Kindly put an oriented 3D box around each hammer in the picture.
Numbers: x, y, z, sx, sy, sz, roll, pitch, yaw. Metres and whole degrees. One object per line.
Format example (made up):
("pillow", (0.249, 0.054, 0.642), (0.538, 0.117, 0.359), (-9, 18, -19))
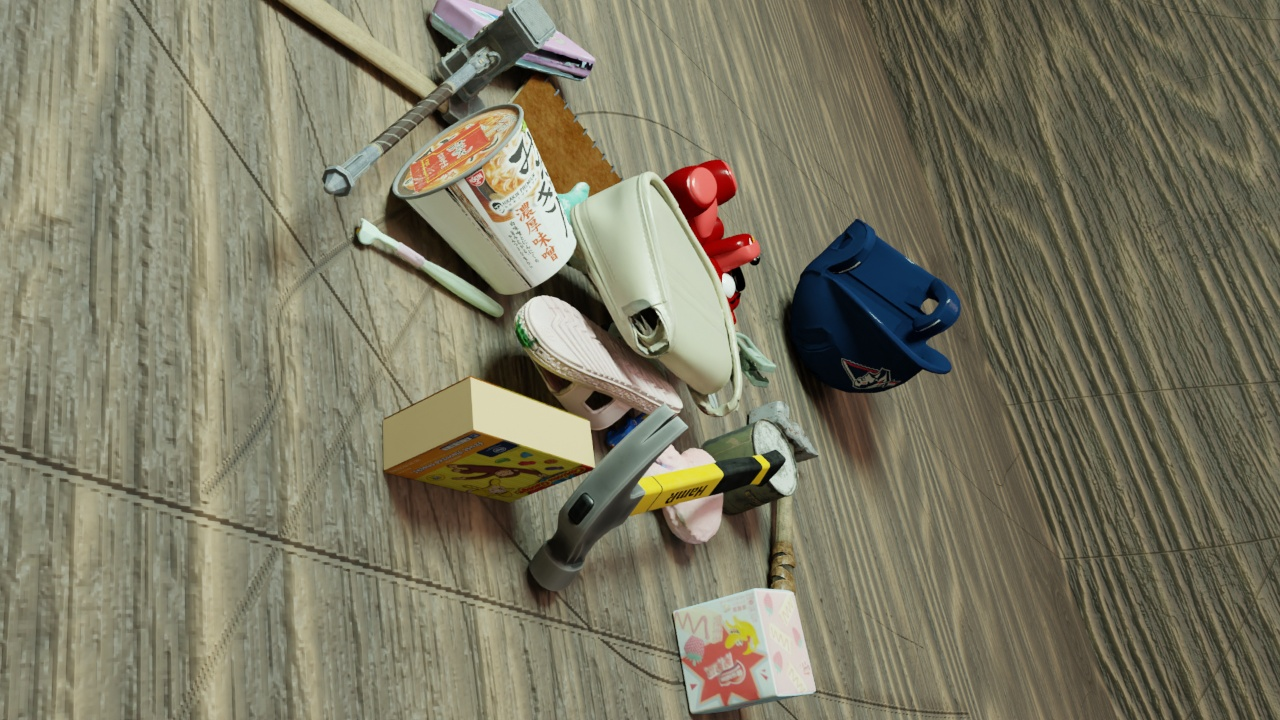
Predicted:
("hammer", (-0.162, -0.203, 0.717), (0.044, 0.099, 0.321), (51, 34, -21))
("hammer", (0.169, 0.195, 1.079), (0.121, 0.049, 0.317), (48, 35, -34))
("hammer", (-0.250, -0.279, 0.751), (0.331, 0.031, 0.119), (31, 44, -47))
("hammer", (0.048, 0.105, 0.805), (0.034, 0.170, 0.323), (45, 24, 25))

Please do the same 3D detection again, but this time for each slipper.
("slipper", (-0.045, 0.014, 0.821), (0.239, 0.064, 0.094), (27, 25, -56))

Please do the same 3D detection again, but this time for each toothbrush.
("toothbrush", (-0.167, -0.071, 0.748), (0.154, 0.015, 0.022), (33, 44, -45))

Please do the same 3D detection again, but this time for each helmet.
("helmet", (0.334, -0.053, 1.334), (0.232, 0.223, 0.272), (29, 14, -27))

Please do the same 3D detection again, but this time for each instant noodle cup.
("instant noodle cup", (-0.121, -0.129, 0.774), (0.122, 0.124, 0.123), (57, 29, -34))

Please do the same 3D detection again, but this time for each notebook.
("notebook", (-0.068, -0.188, 0.988), (0.225, 0.024, 0.167), (51, 34, -25))

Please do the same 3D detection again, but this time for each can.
("can", (0.120, 0.119, 1.019), (0.090, 0.075, 0.089), (37, 40, -39))

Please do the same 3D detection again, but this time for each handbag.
("handbag", (0.006, -0.048, 0.886), (0.229, 0.132, 0.183), (36, 37, -58))

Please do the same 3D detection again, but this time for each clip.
("clip", (0.112, -0.002, 0.952), (0.023, 0.044, 0.076), (10, 24, -29))

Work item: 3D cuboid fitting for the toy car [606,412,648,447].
("toy car", (0.001, 0.086, 0.884), (0.062, 0.033, 0.091), (58, 29, 1))

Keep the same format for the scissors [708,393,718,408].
("scissors", (0.054, -0.007, 1.061), (0.138, 0.019, 0.136), (30, 47, -48))

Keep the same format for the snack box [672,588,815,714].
("snack box", (0.095, 0.268, 0.846), (0.079, 0.093, 0.094), (21, 52, -51))

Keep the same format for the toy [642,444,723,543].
("toy", (0.039, 0.123, 0.910), (0.105, 0.053, 0.108), (40, 39, -21))

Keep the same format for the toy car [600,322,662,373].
("toy car", (-0.006, 0.006, 0.940), (0.105, 0.033, 0.047), (51, 34, -23))

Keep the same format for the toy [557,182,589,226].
("toy", (-0.100, -0.162, 0.885), (0.105, 0.033, 0.085), (34, 63, -30))

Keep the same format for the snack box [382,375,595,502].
("snack box", (-0.108, 0.062, 0.669), (0.125, 0.088, 0.040), (26, 48, -49))

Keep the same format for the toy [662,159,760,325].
("toy", (0.072, -0.121, 1.039), (0.158, 0.121, 0.197), (-43, 119, -67))

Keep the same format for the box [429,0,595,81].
("box", (-0.128, -0.332, 0.959), (0.076, 0.033, 0.213), (40, 24, 17))
